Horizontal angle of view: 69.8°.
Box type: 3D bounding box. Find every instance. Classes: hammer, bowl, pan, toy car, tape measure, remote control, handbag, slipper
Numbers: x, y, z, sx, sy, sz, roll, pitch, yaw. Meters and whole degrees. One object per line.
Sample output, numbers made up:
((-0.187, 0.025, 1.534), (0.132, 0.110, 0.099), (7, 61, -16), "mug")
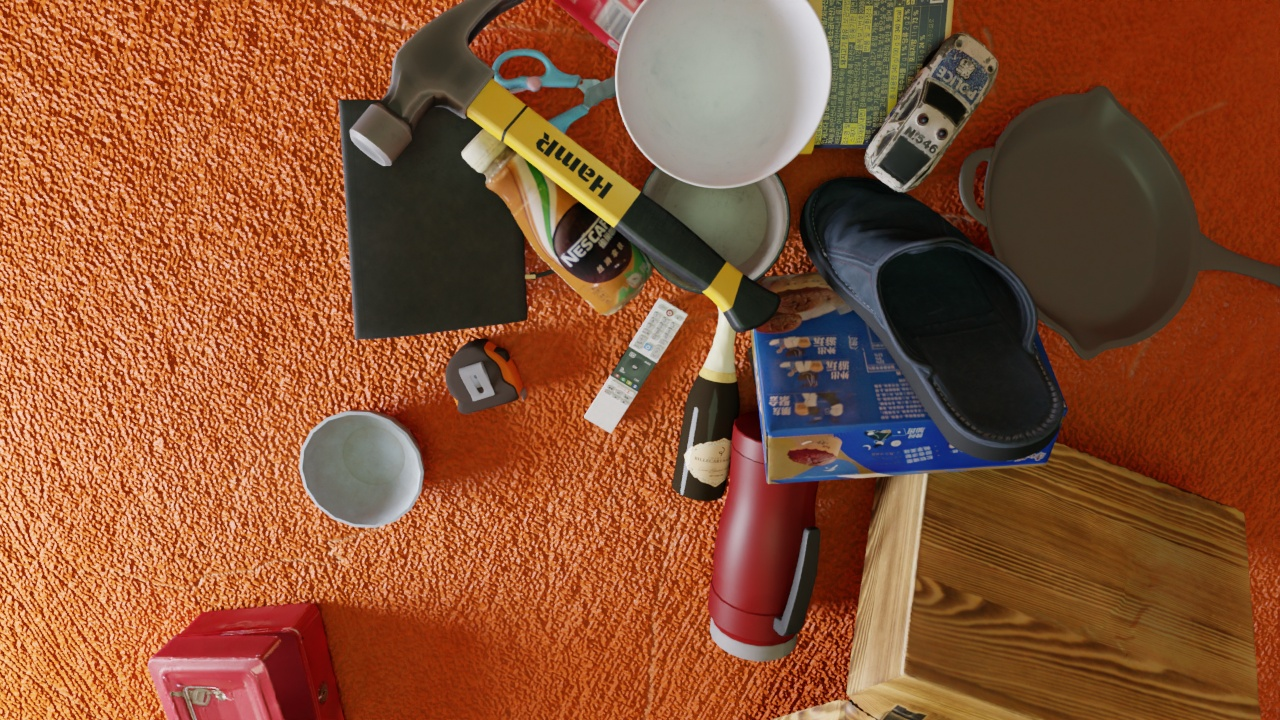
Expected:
((-0.031, -0.131, 0.662), (0.324, 0.034, 0.169), (37, 80, -7), "hammer")
((-0.236, 0.088, 0.796), (0.106, 0.039, 0.106), (1, 105, 2), "bowl")
((0.395, -0.091, 0.709), (0.354, 0.024, 0.216), (13, 78, -14), "pan")
((0.054, -0.199, 0.643), (0.144, 0.074, 0.144), (0, 110, -1), "bowl")
((0.203, -0.172, 0.636), (0.048, 0.040, 0.113), (32, 101, -12), "toy car")
((-0.134, 0.013, 0.772), (0.058, 0.038, 0.059), (-15, 104, 6), "tape measure")
((0.057, -0.111, 0.717), (0.115, 0.059, 0.115), (1, 99, 6), "bowl")
((-0.005, 0.005, 0.779), (0.028, 0.011, 0.124), (31, 104, -6), "remote control")
((-0.128, -0.113, 0.728), (0.195, 0.072, 0.176), (-3, 102, -11), "handbag")
((0.203, -0.059, 0.638), (0.109, 0.265, 0.084), (-18, 143, -8), "slipper")

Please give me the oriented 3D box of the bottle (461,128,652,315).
((-0.065, -0.108, 0.700), (0.059, 0.059, 0.167), (-43, 106, 12), "bottle")

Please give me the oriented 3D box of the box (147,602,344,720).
((-0.353, 0.311, 0.842), (0.130, 0.097, 0.158), (-4, 109, 8), "box")

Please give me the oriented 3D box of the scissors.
((-0.043, -0.193, 0.709), (0.142, 0.015, 0.095), (-1, 100, -11), "scissors")

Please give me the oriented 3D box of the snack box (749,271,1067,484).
((0.189, 0.005, 0.693), (0.203, 0.154, 0.069), (-5, 140, 4), "snack box")

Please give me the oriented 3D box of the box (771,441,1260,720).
((0.282, 0.262, 0.788), (0.279, 0.285, 0.337), (21, 147, -5), "box")

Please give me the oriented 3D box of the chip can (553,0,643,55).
((-0.070, -0.311, 0.664), (0.233, 0.073, 0.073), (38, 103, -9), "chip can")

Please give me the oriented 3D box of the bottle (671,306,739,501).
((0.063, 0.025, 0.765), (0.045, 0.045, 0.185), (9, 106, -1), "bottle")

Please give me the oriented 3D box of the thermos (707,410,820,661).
((0.111, 0.152, 0.762), (0.083, 0.108, 0.199), (-4, 111, -24), "thermos")

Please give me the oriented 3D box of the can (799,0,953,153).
((0.166, -0.223, 0.679), (0.104, 0.075, 0.135), (0, 105, -1), "can")

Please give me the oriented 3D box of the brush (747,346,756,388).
((0.125, 0.056, 0.788), (0.039, 0.012, 0.151), (-12, 105, 5), "brush")
